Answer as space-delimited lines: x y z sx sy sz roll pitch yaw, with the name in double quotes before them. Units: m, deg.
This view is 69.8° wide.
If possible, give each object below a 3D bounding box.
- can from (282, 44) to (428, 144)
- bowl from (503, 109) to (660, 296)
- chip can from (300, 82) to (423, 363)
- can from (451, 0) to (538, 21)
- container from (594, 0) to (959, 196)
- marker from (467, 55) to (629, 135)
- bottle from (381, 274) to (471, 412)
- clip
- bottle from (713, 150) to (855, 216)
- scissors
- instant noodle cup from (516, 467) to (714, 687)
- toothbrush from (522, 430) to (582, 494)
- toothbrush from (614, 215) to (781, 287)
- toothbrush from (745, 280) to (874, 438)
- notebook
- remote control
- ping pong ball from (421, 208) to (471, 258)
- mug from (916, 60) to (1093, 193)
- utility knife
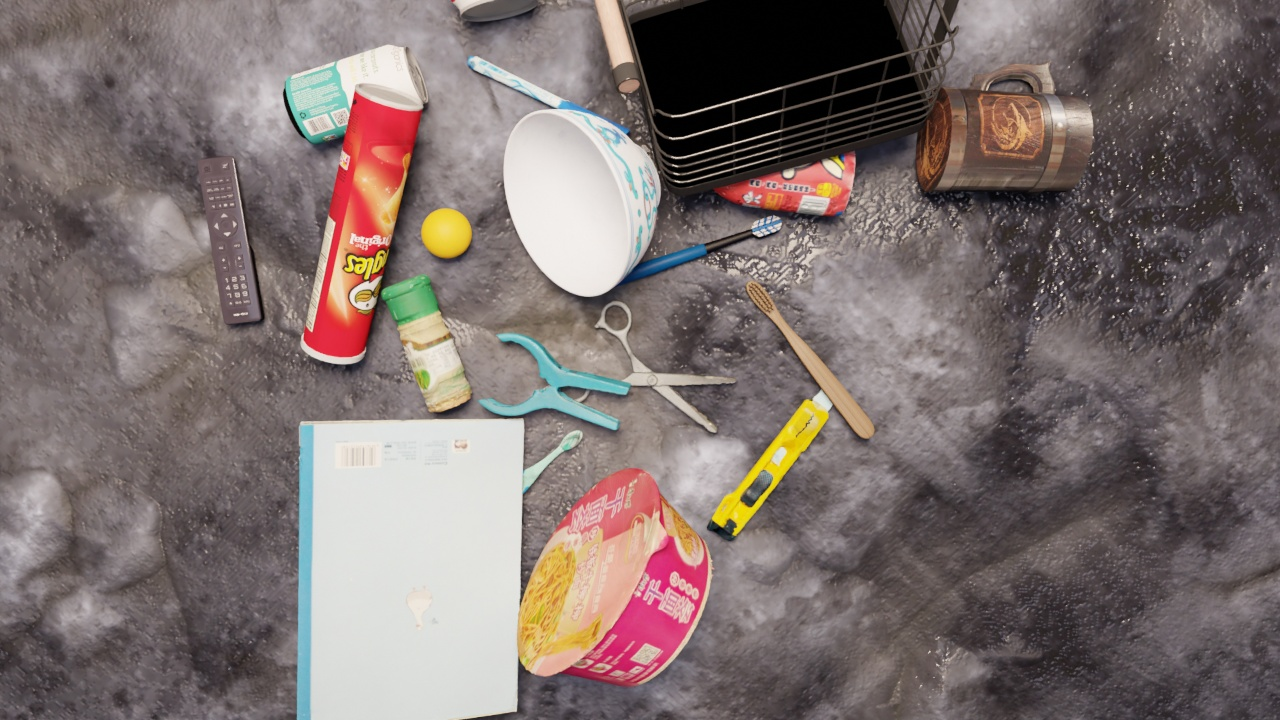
"can" -0.224 -0.210 0.722 0.101 0.055 0.055 -17 99 3
"bowl" -0.033 -0.130 0.714 0.074 0.144 0.144 -29 100 -36
"chip can" -0.219 -0.103 0.715 0.052 0.051 0.215 19 113 -3
"can" -0.121 -0.333 0.695 0.070 0.070 0.132 -12 99 2
"container" 0.094 -0.238 0.651 0.241 0.130 0.162 -15 74 2
"marker" -0.075 -0.212 0.744 0.142 0.013 0.013 25 98 -3
"bottle" -0.177 -0.014 0.762 0.043 0.043 0.111 -19 100 3
"clip" -0.083 0.038 0.767 0.130 0.031 0.121 38 92 1
"bottle" 0.096 -0.152 0.728 0.137 0.062 0.062 6 99 -2
"scissors" -0.007 0.021 0.781 0.162 0.014 0.141 -30 95 5
"instant noodle cup" -0.016 0.182 0.737 0.077 0.178 0.179 35 98 -21
"toothbrush" -0.103 0.105 0.792 0.135 0.017 0.022 -40 93 6
"toothbrush" 0.036 -0.087 0.763 0.168 0.014 0.014 -19 87 3
"toothbrush" 0.142 -0.001 0.770 0.016 0.016 0.167 -39 93 0
"notebook" -0.186 0.174 0.750 0.181 0.009 0.253 1 92 -23
"remote control" -0.338 -0.099 0.760 0.032 0.015 0.136 -7 97 1
"ping pong ball" -0.158 -0.103 0.747 0.040 0.040 0.040 0 99 0
"mug" 0.282 -0.187 0.721 0.107 0.080 0.115 2 73 -2
"utility knife" 0.115 0.088 0.791 0.030 0.017 0.165 36 94 -10
